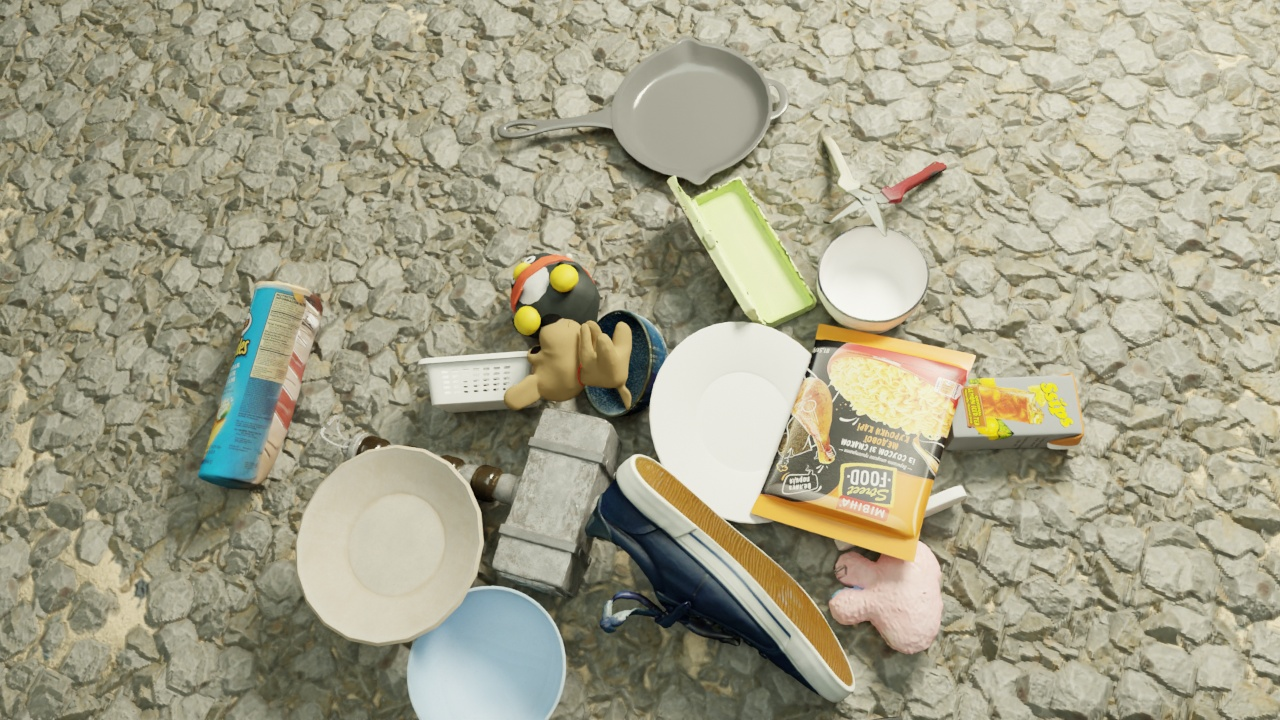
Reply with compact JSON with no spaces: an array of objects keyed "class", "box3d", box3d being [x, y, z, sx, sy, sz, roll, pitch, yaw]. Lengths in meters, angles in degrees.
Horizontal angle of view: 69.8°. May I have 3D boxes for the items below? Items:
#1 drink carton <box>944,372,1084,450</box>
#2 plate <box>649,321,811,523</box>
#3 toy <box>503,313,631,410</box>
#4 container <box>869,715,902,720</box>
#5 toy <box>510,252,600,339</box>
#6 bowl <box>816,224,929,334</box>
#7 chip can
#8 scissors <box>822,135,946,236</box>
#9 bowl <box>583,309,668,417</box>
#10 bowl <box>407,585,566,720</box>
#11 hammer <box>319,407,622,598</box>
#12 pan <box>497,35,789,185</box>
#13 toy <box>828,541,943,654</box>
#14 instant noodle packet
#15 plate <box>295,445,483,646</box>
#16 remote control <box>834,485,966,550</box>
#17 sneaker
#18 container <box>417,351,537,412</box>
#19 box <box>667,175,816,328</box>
[{"class":"drink carton","box3d":[0.371,0.053,0.922,0.125,0.048,0.076,-2,68,7]},{"class":"plate","box3d":[0.108,0.062,0.940,0.208,0.015,0.208,4,75,-14]},{"class":"toy","box3d":[-0.065,0.003,0.934,0.108,0.133,0.106,-4,104,23]},{"class":"container","box3d":[0.126,0.385,0.761,0.241,0.163,0.130,-13,67,2]},{"class":"toy","box3d":[-0.100,-0.074,1.013,0.097,0.099,0.119,-48,45,8]},{"class":"bowl","box3d":[0.245,-0.079,0.982,0.116,0.066,0.116,-3,68,7]},{"class":"chip can","box3d":[-0.420,0.028,1.023,0.080,0.080,0.229,5,70,9]},{"class":"scissors","box3d":[0.252,-0.203,1.029,0.198,0.015,0.179,-26,51,-27]},{"class":"bowl","box3d":[-0.006,0.006,0.976,0.115,0.060,0.114,-10,77,50]},{"class":"bowl","box3d":[-0.138,0.297,0.879,0.151,0.075,0.150,-3,68,7]},{"class":"hammer","box3d":[-0.191,0.121,0.955,0.326,0.079,0.176,12,71,13]},{"class":"pan","box3d":[0.001,-0.295,1.122,0.355,0.024,0.216,-5,68,5]},{"class":"toy","box3d":[0.234,0.221,0.875,0.105,0.053,0.108,3,69,20]},{"class":"instant noodle packet","box3d":[0.221,0.073,0.907,0.160,0.032,0.220,14,68,26]},{"class":"plate","box3d":[-0.241,0.178,0.890,0.189,0.027,0.188,-2,73,8]},{"class":"remote control","box3d":[0.255,0.155,0.900,0.136,0.043,0.013,-22,67,-2]},{"class":"sneaker","box3d":[0.063,0.229,0.857,0.294,0.120,0.127,40,105,4]},{"class":"container","box3d":[-0.168,0.025,0.992,0.129,0.081,0.049,-4,79,6]},{"class":"box","box3d":[0.105,-0.121,1.022,0.130,0.064,0.188,-8,61,-42]}]
